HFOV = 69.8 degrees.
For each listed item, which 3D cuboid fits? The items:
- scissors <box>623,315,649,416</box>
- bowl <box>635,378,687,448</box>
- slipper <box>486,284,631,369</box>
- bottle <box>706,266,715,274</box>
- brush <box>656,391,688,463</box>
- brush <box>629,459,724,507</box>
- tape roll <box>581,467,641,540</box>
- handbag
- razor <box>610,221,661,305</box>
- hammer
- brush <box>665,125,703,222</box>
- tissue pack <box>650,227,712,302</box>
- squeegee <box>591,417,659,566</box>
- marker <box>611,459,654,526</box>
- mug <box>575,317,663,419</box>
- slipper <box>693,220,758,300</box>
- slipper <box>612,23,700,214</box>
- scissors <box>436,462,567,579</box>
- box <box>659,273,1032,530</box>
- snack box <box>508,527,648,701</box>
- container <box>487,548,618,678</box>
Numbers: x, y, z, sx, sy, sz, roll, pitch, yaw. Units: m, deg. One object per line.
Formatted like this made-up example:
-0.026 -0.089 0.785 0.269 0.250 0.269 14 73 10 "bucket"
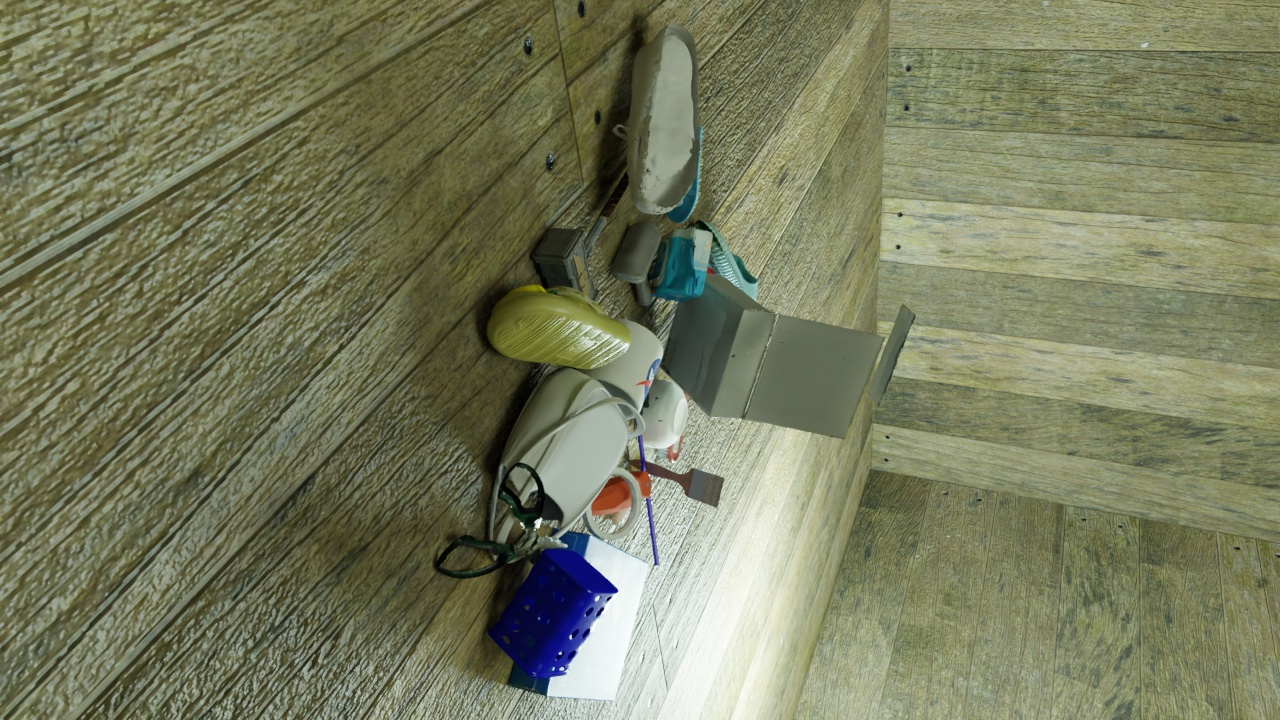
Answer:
-0.008 0.013 1.263 0.129 0.019 0.138 45 46 -63 "scissors"
0.036 0.081 1.365 0.104 0.054 0.105 10 90 -67 "bowl"
-0.084 -0.045 0.972 0.190 0.092 0.081 17 48 -53 "slipper"
0.093 -0.106 1.421 0.177 0.062 0.062 58 45 -58 "bottle"
0.058 0.075 1.445 0.041 0.030 0.172 32 69 -66 "brush"
0.049 0.165 1.307 0.008 0.143 0.045 -14 120 -65 "brush"
-0.037 0.183 1.174 0.092 0.013 0.093 2 87 -41 "tape roll"
-0.093 0.138 1.041 0.222 0.096 0.216 -60 151 -17 "handbag"
0.000 -0.114 1.226 0.116 0.047 0.088 78 29 -57 "razor"
-0.037 -0.185 1.108 0.099 0.044 0.321 77 28 -42 "hammer"
0.053 -0.258 1.273 0.075 0.055 0.136 -38 133 -65 "brush"
0.053 -0.132 1.265 0.144 0.061 0.093 180 -80 -79 "tissue pack"
-0.030 0.179 1.236 0.184 0.055 0.249 -11 95 -54 "squeegee"
-0.011 0.193 1.341 0.020 0.017 0.133 -51 -177 43 "marker"
-0.034 0.017 1.140 0.122 0.091 0.089 -50 -165 58 "mug"
0.152 -0.133 1.497 0.116 0.069 0.276 58 -3 40 "slipper"
0.020 -0.294 1.127 0.112 0.075 0.246 12 72 -26 "slipper"
-0.143 0.202 0.971 0.154 0.015 0.210 -44 145 -22 "scissors"
0.251 0.038 1.246 0.148 0.507 0.167 -25 135 -59 "box"
-0.071 0.337 1.196 0.239 0.056 0.195 47 55 -61 "snack box"
-0.095 0.279 1.022 0.113 0.084 0.085 -57 151 4 "container"
